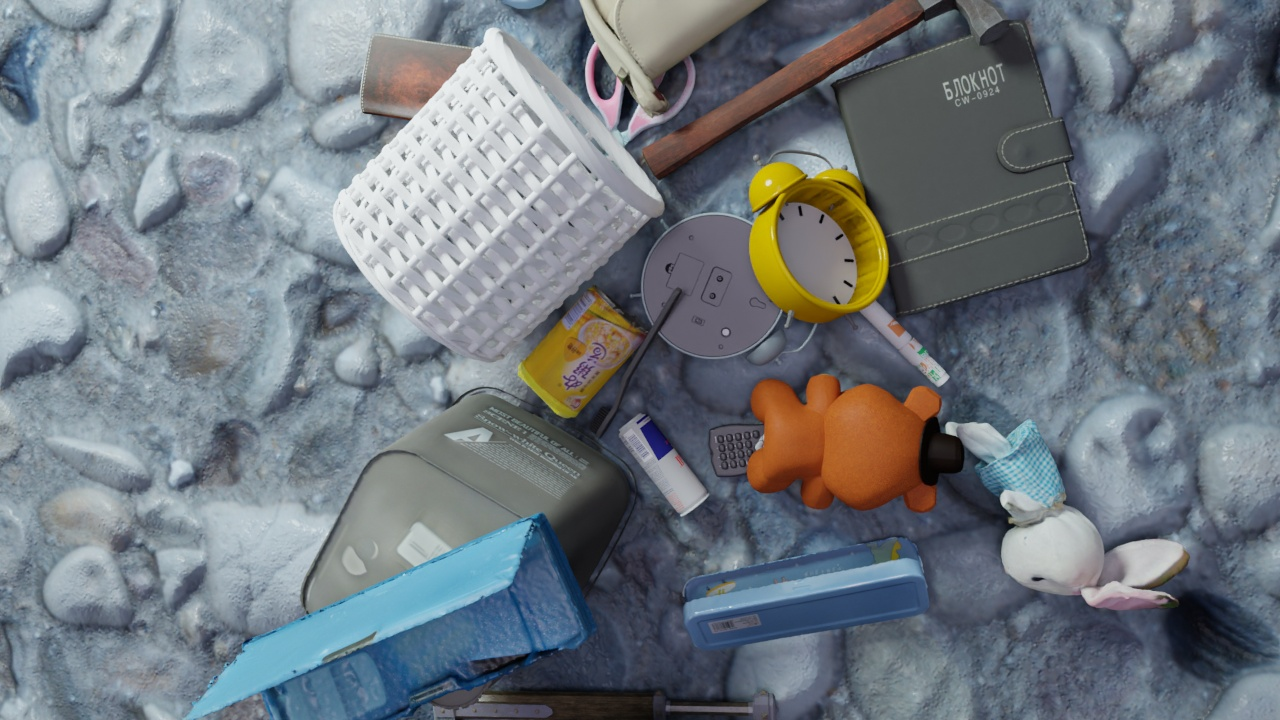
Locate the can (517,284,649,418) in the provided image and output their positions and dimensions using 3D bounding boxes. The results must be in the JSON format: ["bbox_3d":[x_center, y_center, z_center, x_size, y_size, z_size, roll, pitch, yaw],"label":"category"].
[{"bbox_3d":[-0.050,-0.008,0.794,0.067,0.067,0.105,43,97,4],"label":"can"}]

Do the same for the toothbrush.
[{"bbox_3d":[-0.005,0.005,0.786,0.013,0.012,0.168,38,121,11],"label":"toothbrush"}]

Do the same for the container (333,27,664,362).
[{"bbox_3d":[-0.111,-0.127,0.732,0.187,0.189,0.189,-42,86,13],"label":"container"}]

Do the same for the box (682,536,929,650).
[{"bbox_3d":[0.141,0.200,0.801,0.210,0.063,0.069,-13,127,11],"label":"box"}]

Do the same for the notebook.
[{"bbox_3d":[0.268,-0.157,0.761,0.169,0.029,0.209,-16,92,10],"label":"notebook"}]

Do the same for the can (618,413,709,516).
[{"bbox_3d":[0.020,0.091,0.807,0.032,0.032,0.095,-39,87,8],"label":"can"}]

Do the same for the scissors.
[{"bbox_3d":[-0.003,-0.195,0.805,0.108,0.016,0.179,8,94,8],"label":"scissors"}]

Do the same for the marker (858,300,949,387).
[{"bbox_3d":[0.206,-0.034,0.780,0.017,0.017,0.145,-45,86,8],"label":"marker"}]

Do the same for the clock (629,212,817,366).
[{"bbox_3d":[0.076,-0.058,0.785,0.159,0.045,0.122,23,96,6],"label":"clock"}]

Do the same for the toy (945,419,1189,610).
[{"bbox_3d":[0.318,0.130,0.738,0.205,0.130,0.106,45,119,16],"label":"toy"}]

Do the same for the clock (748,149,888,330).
[{"bbox_3d":[0.141,-0.101,0.744,0.113,0.052,0.151,0,75,-27],"label":"clock"}]

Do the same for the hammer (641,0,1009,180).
[{"bbox_3d":[0.136,-0.239,0.762,0.301,0.028,0.111,-29,72,11],"label":"hammer"}]

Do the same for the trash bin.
[{"bbox_3d":[-0.134,0.145,0.738,0.197,0.220,0.197,30,96,6],"label":"trash bin"}]

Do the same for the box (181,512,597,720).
[{"bbox_3d":[-0.156,0.186,0.575,0.232,0.110,0.094,-24,88,9],"label":"box"}]

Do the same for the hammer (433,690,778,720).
[{"bbox_3d":[-0.035,0.317,0.830,0.317,0.028,0.147,-2,99,9],"label":"hammer"}]

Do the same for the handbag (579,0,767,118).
[{"bbox_3d":[0.045,-0.337,0.730,0.229,0.132,0.184,-36,90,7],"label":"handbag"}]

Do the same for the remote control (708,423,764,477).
[{"bbox_3d":[0.122,0.073,0.802,0.124,0.009,0.046,-9,92,9],"label":"remote control"}]

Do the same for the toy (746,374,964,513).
[{"bbox_3d":[0.169,0.069,0.745,0.176,0.096,0.112,6,94,34],"label":"toy"}]

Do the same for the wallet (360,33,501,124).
[{"bbox_3d":[-0.188,-0.250,0.827,0.123,0.019,0.072,11,94,8],"label":"wallet"}]

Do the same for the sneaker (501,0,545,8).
[{"bbox_3d":[-0.142,-0.420,0.771,0.083,0.098,0.241,-20,90,9],"label":"sneaker"}]
